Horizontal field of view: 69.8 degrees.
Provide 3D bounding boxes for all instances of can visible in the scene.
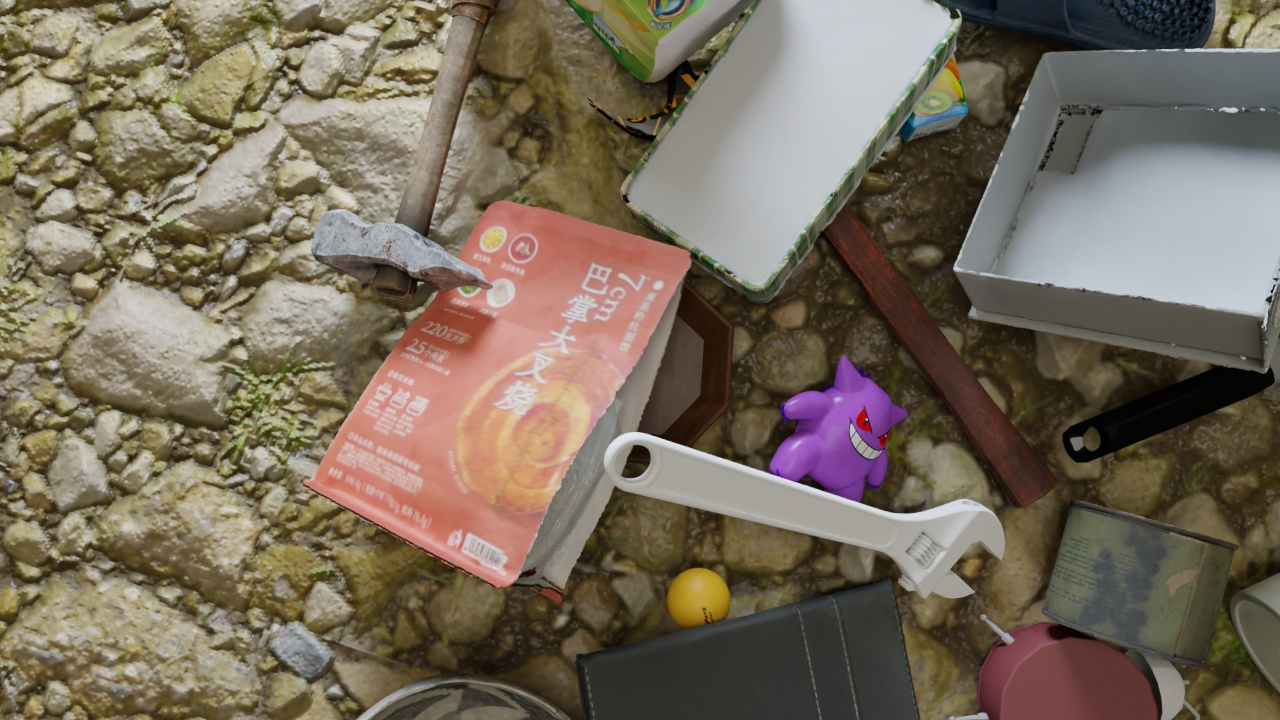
[{"bbox_3d":[0.295,0.131,0.546,0.090,0.090,0.074,16,88,3],"label":"can"}]

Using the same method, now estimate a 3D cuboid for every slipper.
[{"bbox_3d":[0.247,-0.250,0.547,0.263,0.082,0.101,17,87,-11],"label":"slipper"}]

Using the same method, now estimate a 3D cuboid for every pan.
[{"bbox_3d":[0.425,-0.013,0.570,0.356,0.044,0.204,-22,86,1],"label":"pan"}]

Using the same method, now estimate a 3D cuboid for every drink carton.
[{"bbox_3d":[0.173,-0.209,0.593,0.044,0.038,0.129,-15,86,5],"label":"drink carton"}]

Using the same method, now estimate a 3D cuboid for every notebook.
[{"bbox_3d":[0.075,0.237,0.556,0.209,0.029,0.169,-9,88,-12],"label":"notebook"}]

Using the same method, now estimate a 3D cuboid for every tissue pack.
[{"bbox_3d":[-0.014,-0.277,0.518,0.197,0.141,0.120,43,83,-1],"label":"tissue pack"}]

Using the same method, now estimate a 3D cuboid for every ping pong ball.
[{"bbox_3d":[0.037,0.152,0.581,0.040,0.040,0.040,0,87,2],"label":"ping pong ball"}]

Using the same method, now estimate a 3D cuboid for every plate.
[{"bbox_3d":[-0.004,0.003,0.597,0.131,0.025,0.131,0,87,2],"label":"plate"}]

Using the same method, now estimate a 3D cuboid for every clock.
[{"bbox_3d":[0.271,0.215,0.563,0.137,0.048,0.096,18,88,3],"label":"clock"}]

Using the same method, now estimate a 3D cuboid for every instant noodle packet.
[{"bbox_3d":[-0.080,0.010,0.556,0.164,0.084,0.220,19,80,30],"label":"instant noodle packet"}]

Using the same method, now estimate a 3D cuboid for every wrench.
[{"bbox_3d":[0.104,0.090,0.540,0.273,0.018,0.066,18,99,-20],"label":"wrench"}]

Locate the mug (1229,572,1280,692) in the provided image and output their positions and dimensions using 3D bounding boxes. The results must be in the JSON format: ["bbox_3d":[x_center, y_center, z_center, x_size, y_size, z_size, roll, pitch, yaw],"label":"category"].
[{"bbox_3d":[0.427,0.153,0.543,0.105,0.082,0.082,-25,86,2],"label":"mug"}]

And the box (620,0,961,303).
[{"bbox_3d":[0.089,-0.146,0.558,0.118,0.050,0.205,35,92,14],"label":"box"}]

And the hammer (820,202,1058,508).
[{"bbox_3d":[0.165,-0.036,0.591,0.111,0.028,0.300,-35,87,-1],"label":"hammer"}]

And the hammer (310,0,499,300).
[{"bbox_3d":[-0.117,-0.193,0.594,0.122,0.049,0.318,10,81,26],"label":"hammer"}]

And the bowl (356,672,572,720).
[{"bbox_3d":[-0.114,0.273,0.558,0.178,0.081,0.178,1,85,-16],"label":"bowl"}]

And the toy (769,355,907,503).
[{"bbox_3d":[0.123,0.046,0.575,0.106,0.056,0.088,37,95,-31],"label":"toy"}]

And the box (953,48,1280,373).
[{"bbox_3d":[0.326,-0.110,0.348,0.173,0.513,0.166,26,79,-7],"label":"box"}]

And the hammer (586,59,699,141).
[{"bbox_3d":[-0.009,-0.303,0.611,0.123,0.036,0.320,-16,89,2],"label":"hammer"}]
